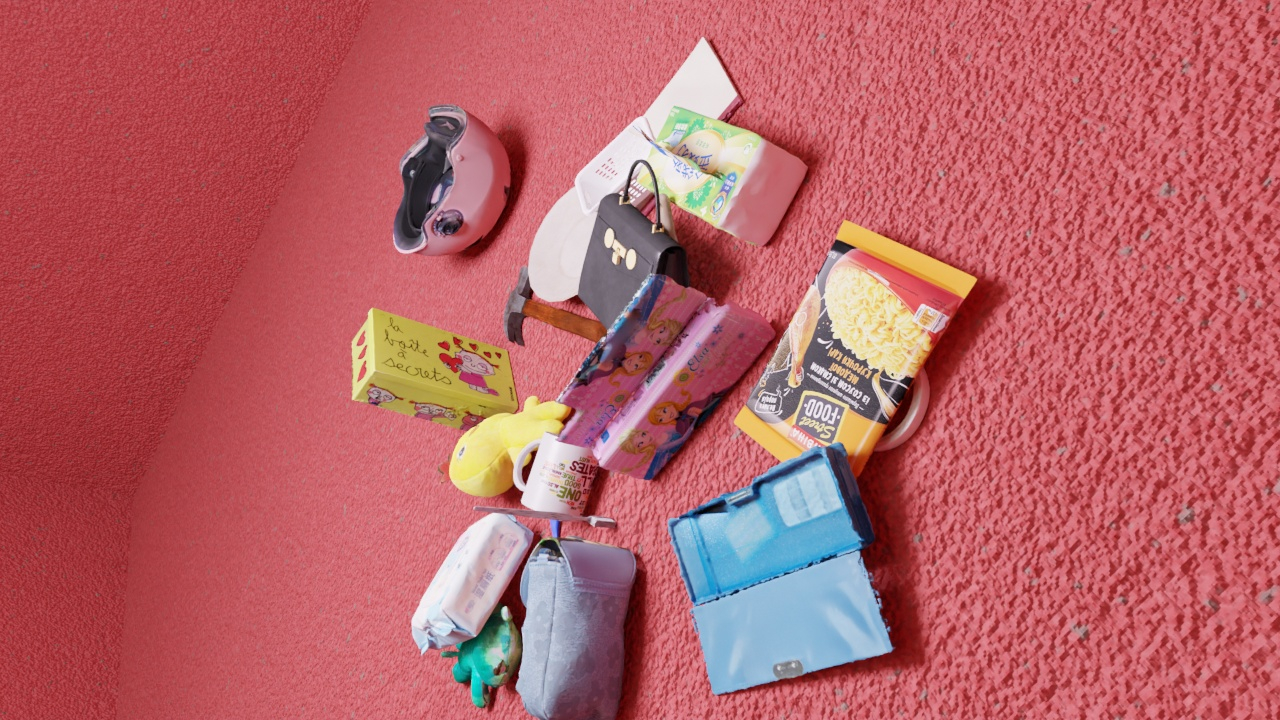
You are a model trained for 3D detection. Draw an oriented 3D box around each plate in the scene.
[{"bbox_3d":[-0.080,-0.161,1.253,0.189,0.027,0.188,-24,53,35],"label":"plate"}]

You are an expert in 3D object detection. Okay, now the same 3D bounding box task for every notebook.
[{"bbox_3d":[0.040,-0.297,1.188,0.209,0.012,0.153,-46,43,30],"label":"notebook"}]

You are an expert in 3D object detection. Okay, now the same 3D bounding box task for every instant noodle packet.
[{"bbox_3d":[0.181,-0.002,0.815,0.160,0.032,0.221,40,106,50],"label":"instant noodle packet"}]

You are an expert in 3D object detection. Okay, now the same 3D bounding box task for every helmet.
[{"bbox_3d":[-0.309,-0.282,1.521,0.230,0.152,0.256,45,111,49],"label":"helmet"}]

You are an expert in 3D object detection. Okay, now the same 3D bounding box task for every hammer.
[{"bbox_3d":[-0.108,-0.056,1.254,0.301,0.028,0.111,20,89,54],"label":"hammer"}]

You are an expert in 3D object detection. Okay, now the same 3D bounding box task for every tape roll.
[{"bbox_3d":[0.209,0.033,0.803,0.093,0.013,0.093,-27,54,43],"label":"tape roll"}]

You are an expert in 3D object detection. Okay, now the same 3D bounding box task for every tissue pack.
[{"bbox_3d":[0.062,-0.217,1.007,0.198,0.141,0.120,31,99,54],"label":"tissue pack"},{"bbox_3d":[-0.214,0.275,1.141,0.112,0.070,0.181,-33,21,50],"label":"tissue pack"}]

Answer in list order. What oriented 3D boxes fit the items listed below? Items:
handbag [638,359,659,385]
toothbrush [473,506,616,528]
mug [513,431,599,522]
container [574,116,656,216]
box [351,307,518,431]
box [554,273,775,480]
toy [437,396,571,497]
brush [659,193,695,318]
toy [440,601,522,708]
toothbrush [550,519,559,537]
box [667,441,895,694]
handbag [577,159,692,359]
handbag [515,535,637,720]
[{"bbox_3d":[-0.006,0.006,1.095,0.120,0.029,0.055,12,81,60],"label":"handbag"},{"bbox_3d":[-0.100,0.171,1.001,0.010,0.181,0.010,28,102,51],"label":"toothbrush"},{"bbox_3d":[-0.106,0.135,1.107,0.105,0.073,0.089,17,87,29],"label":"mug"},{"bbox_3d":[-0.018,-0.237,1.170,0.129,0.049,0.080,-38,46,25],"label":"container"},{"bbox_3d":[-0.291,0.019,1.295,0.081,0.220,0.124,-45,40,29],"label":"box"},{"bbox_3d":[0.012,0.023,0.943,0.231,0.159,0.035,-52,37,24],"label":"box"},{"bbox_3d":[-0.177,0.114,1.212,0.208,0.092,0.133,-36,20,29],"label":"toy"},{"bbox_3d":[0.039,-0.113,1.031,0.039,0.012,0.151,21,128,61],"label":"brush"},{"bbox_3d":[-0.198,0.362,1.141,0.194,0.072,0.130,-34,48,52],"label":"toy"},{"bbox_3d":[-0.108,0.186,1.145,0.016,0.018,0.182,-15,59,21],"label":"toothbrush"},{"bbox_3d":[0.118,0.191,0.813,0.232,0.033,0.174,-35,64,47],"label":"box"},{"bbox_3d":[-0.001,-0.129,1.038,0.175,0.072,0.196,-131,39,-51],"label":"handbag"},{"bbox_3d":[-0.075,0.283,0.973,0.119,0.121,0.191,-10,70,50],"label":"handbag"}]
